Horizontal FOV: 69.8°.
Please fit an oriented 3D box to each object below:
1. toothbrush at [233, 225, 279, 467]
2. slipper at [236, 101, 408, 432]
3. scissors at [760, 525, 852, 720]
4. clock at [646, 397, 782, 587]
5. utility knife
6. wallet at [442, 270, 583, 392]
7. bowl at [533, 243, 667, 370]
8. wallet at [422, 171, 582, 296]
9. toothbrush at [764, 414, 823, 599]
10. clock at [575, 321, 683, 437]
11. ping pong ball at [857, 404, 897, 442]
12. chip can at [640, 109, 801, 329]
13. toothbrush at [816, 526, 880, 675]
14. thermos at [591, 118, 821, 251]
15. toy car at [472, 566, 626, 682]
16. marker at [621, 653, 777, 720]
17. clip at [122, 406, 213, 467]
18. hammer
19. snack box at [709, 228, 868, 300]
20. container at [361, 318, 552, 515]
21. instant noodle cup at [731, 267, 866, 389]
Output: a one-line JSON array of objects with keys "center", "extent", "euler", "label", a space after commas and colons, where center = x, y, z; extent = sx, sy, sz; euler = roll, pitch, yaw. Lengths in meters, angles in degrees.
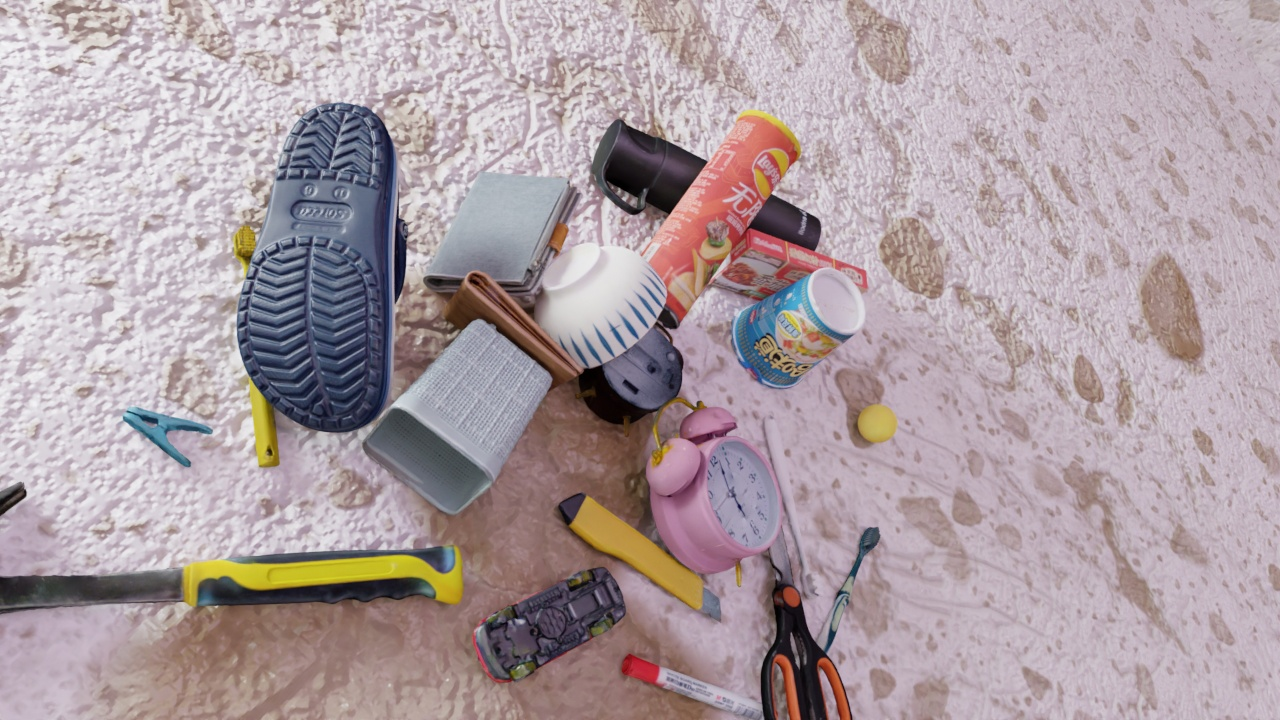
[{"center": [-0.282, -0.014, 0.673], "extent": [0.015, 0.017, 0.190], "euler": [-1, 68, -33], "label": "toothbrush"}, {"center": [-0.230, -0.067, 0.688], "extent": [0.105, 0.095, 0.252], "euler": [-1, 76, 0], "label": "slipper"}, {"center": [0.142, 0.228, 0.816], "extent": [0.139, 0.022, 0.234], "euler": [31, 47, -16], "label": "scissors"}, {"center": [0.059, 0.104, 0.785], "extent": [0.158, 0.060, 0.116], "euler": [57, 42, -6], "label": "clock"}, {"center": [0.002, 0.166, 0.765], "extent": [0.176, 0.015, 0.033], "euler": [38, 58, -12], "label": "utility knife"}, {"center": [-0.104, -0.018, 0.736], "extent": [0.115, 0.101, 0.020], "euler": [42, 68, -8], "label": "wallet"}, {"center": [-0.043, -0.055, 0.773], "extent": [0.066, 0.117, 0.116], "euler": [54, 45, -33], "label": "bowl"}, {"center": [-0.114, -0.107, 0.791], "extent": [0.107, 0.037, 0.129], "euler": [7, 53, 16], "label": "wallet"}, {"center": [0.144, 0.135, 0.870], "extent": [0.016, 0.016, 0.180], "euler": [2, 65, -34], "label": "toothbrush"}, {"center": [-0.005, 0.005, 0.817], "extent": [0.082, 0.055, 0.121], "euler": [38, 51, -10], "label": "clock"}, {"center": [0.247, 0.066, 0.955], "extent": [0.040, 0.040, 0.040], "euler": [14, 60, -26], "label": "ping pong ball"}, {"center": [0.066, -0.134, 0.867], "extent": [0.073, 0.073, 0.216], "euler": [38, 77, -11], "label": "chip can"}, {"center": [0.189, 0.225, 0.852], "extent": [0.016, 0.018, 0.191], "euler": [42, 51, -7], "label": "toothbrush"}, {"center": [0.066, -0.156, 0.940], "extent": [0.242, 0.069, 0.089], "euler": [21, 68, -20], "label": "thermos"}, {"center": [-0.068, 0.197, 0.685], "extent": [0.120, 0.045, 0.053], "euler": [-17, 75, -35], "label": "toy car"}, {"center": [0.050, 0.268, 0.743], "extent": [0.145, 0.017, 0.017], "euler": [26, 55, -19], "label": "marker"}, {"center": [-0.322, 0.048, 0.620], "extent": [0.055, 0.013, 0.034], "euler": [34, 52, -16], "label": "clip"}, {"center": [-0.272, 0.141, 0.593], "extent": [0.322, 0.032, 0.126], "euler": [4, 66, -31], "label": "hammer"}, {"center": [0.153, -0.086, 0.950], "extent": [0.152, 0.075, 0.025], "euler": [15, 59, -26], "label": "snack box"}, {"center": [-0.134, 0.040, 0.698], "extent": [0.090, 0.090, 0.111], "euler": [40, 48, -10], "label": "container"}, {"center": [0.161, -0.035, 0.907], "extent": [0.099, 0.110, 0.099], "euler": [15, 60, -27], "label": "instant noodle cup"}]
